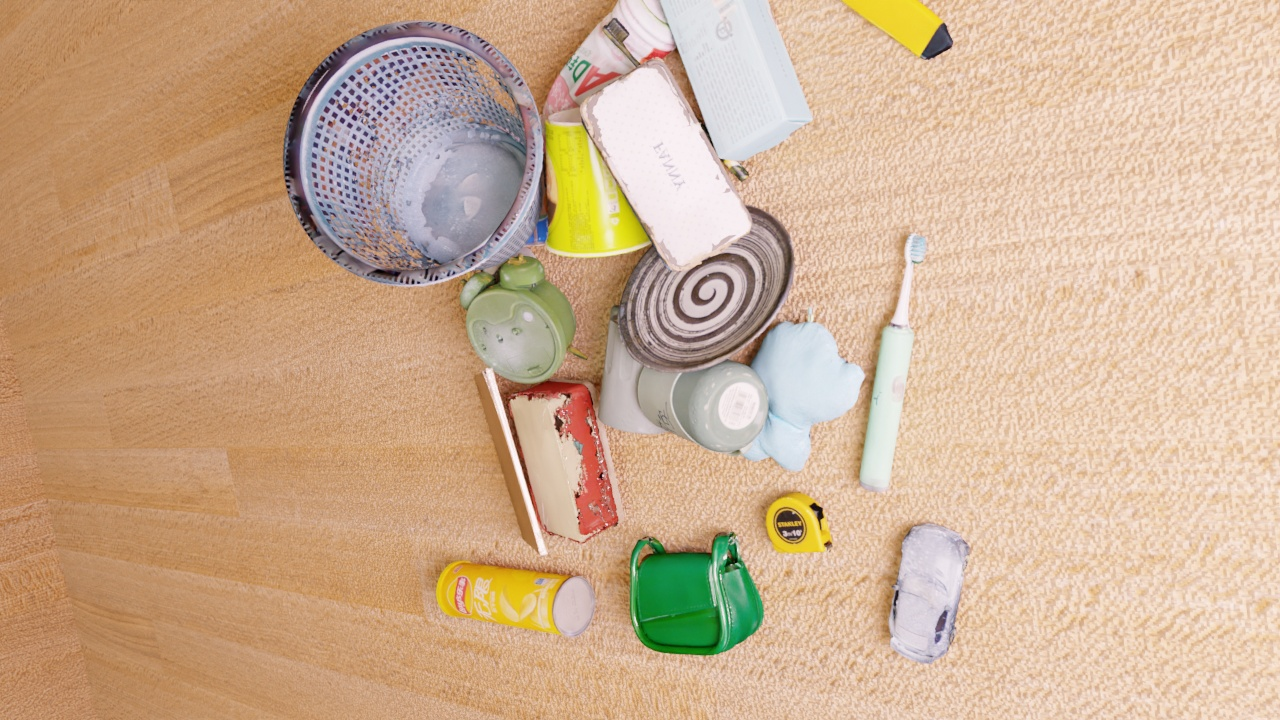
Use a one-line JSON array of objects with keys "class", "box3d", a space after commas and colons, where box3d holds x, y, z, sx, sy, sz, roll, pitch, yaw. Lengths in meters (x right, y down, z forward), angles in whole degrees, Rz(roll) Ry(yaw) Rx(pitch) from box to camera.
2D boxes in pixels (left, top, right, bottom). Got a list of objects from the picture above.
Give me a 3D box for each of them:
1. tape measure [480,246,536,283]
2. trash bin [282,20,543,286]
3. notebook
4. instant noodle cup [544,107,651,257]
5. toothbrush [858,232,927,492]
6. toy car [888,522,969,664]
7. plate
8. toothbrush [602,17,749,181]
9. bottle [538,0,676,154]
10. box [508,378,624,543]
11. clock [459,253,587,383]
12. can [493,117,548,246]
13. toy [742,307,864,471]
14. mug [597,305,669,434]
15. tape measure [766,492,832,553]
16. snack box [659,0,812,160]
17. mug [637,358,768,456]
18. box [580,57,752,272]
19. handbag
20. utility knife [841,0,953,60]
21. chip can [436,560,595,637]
[{"class": "tape measure", "box3d": [-0.147, -0.099, 1.040, 0.066, 0.033, 0.065, -33, 80, 40]}, {"class": "trash bin", "box3d": [-0.183, -0.172, 0.863, 0.227, 0.195, 0.226, 0, 88, 7]}, {"class": "notebook", "box3d": [-0.154, 0.114, 1.058, 0.150, 0.012, 0.211, 168, 85, -74]}, {"class": "instant noodle cup", "box3d": [-0.043, -0.174, 0.868, 0.112, 0.111, 0.123, 15, 122, 37]}, {"class": "toothbrush", "box3d": [0.213, 0.005, 0.770, 0.027, 0.026, 0.225, 34, 123, 59]}, {"class": "toy car", "box3d": [0.244, 0.199, 0.784, 0.054, 0.036, 0.121, 17, 108, 36]}, {"class": "plate", "box3d": [0.059, -0.062, 0.831, 0.180, 0.024, 0.179, -18, 51, 24]}, {"class": "toothbrush", "box3d": [0.034, -0.233, 0.824, 0.186, 0.012, 0.017, 46, 120, -7]}, {"class": "bottle", "box3d": [-0.040, -0.274, 0.889, 0.197, 0.068, 0.068, -37, 76, 41]}, {"class": "box", "box3d": [-0.085, 0.110, 0.990, 0.091, 0.076, 0.168, 3, 110, 48]}, {"class": "clock", "box3d": [-0.135, -0.051, 0.995, 0.116, 0.056, 0.161, -17, 112, 34]}, {"class": "can", "box3d": [-0.129, -0.191, 0.990, 0.053, 0.053, 0.134, 5, 104, 39]}, {"class": "toy", "box3d": [0.134, 0.028, 0.827, 0.162, 0.049, 0.156, 13, 114, 47]}, {"class": "mug", "box3d": [-0.005, 0.005, 0.926, 0.124, 0.083, 0.103, 34, 122, 58]}, {"class": "tape measure", "box3d": [0.147, 0.152, 0.857, 0.060, 0.028, 0.057, -14, 92, 41]}, {"class": "snack box", "box3d": [0.080, -0.269, 0.799, 0.074, 0.051, 0.175, -23, 86, 43]}, {"class": "mug", "box3d": [0.065, 0.045, 0.835, 0.106, 0.082, 0.112, 19, 145, 59]}, {"class": "box", "box3d": [0.025, -0.159, 0.788, 0.090, 0.061, 0.184, -28, 101, 2]}, {"class": "handbag", "box3d": [0.054, 0.236, 0.936, 0.132, 0.067, 0.120, -11, 86, 42]}, {"class": "utility knife", "box3d": [0.166, -0.309, 0.740, 0.215, 0.015, 0.033, 45, 126, 20]}, {"class": "chip can", "box3d": [-0.155, 0.287, 1.112, 0.214, 0.071, 0.072, -4, 98, 40]}]
